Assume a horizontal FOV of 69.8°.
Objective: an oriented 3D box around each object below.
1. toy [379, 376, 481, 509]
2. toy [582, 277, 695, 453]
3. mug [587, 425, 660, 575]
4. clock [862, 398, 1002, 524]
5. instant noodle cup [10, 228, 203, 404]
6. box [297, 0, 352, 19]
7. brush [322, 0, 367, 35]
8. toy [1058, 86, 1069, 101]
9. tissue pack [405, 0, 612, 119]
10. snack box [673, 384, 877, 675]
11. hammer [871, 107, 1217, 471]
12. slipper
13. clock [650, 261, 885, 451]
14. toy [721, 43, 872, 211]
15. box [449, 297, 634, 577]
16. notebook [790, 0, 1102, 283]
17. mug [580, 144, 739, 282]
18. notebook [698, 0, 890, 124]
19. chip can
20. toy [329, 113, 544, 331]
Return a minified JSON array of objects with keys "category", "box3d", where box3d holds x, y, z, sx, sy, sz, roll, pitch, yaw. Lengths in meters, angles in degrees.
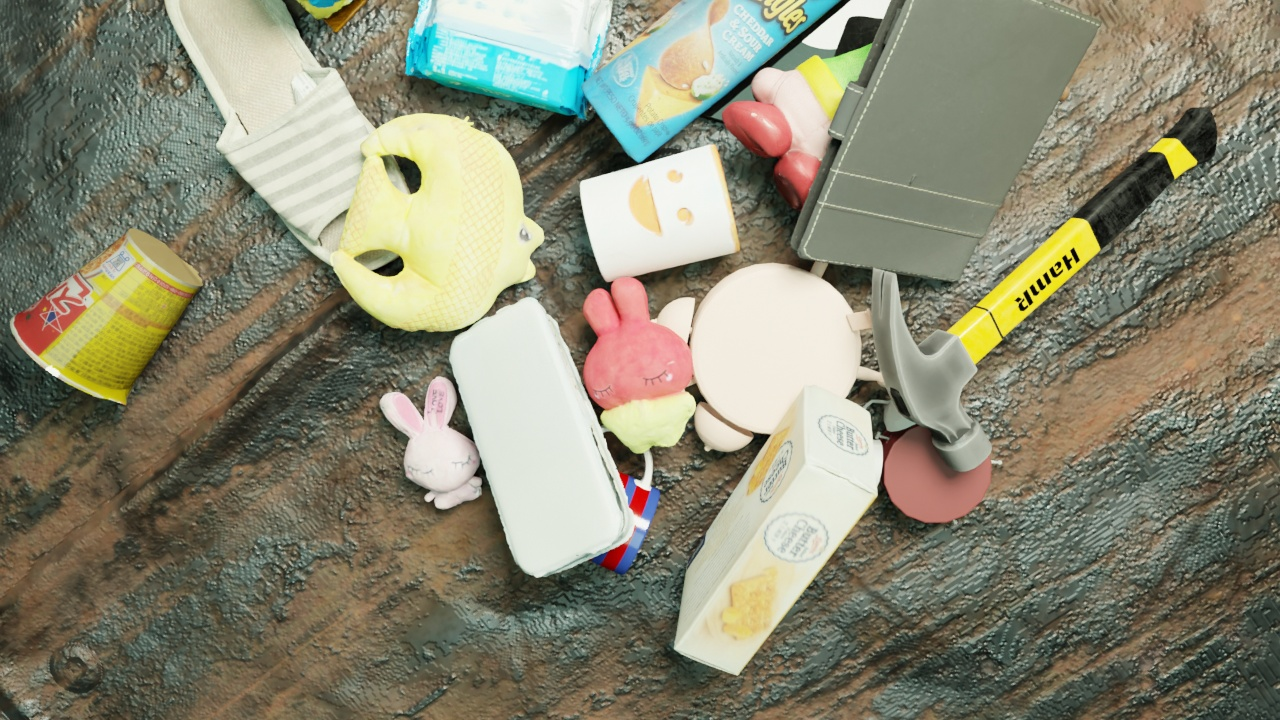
[{"category":"toy","box3d":[-0.169,0.071,0.757,0.063,0.047,0.110,-21,95,-2]},{"category":"toy","box3d":[-0.004,0.004,0.699,0.092,0.045,0.135,-11,96,26]},{"category":"mug","box3d":[-0.026,0.108,0.742,0.076,0.075,0.112,25,99,-2]},{"category":"clock","box3d":[0.225,0.078,0.738,0.124,0.044,0.087,32,100,-3]},{"category":"instant noodle cup","box3d":[-0.417,-0.043,0.731,0.100,0.100,0.112,42,92,-5]},{"category":"box","box3d":[-0.168,-0.335,0.631,0.221,0.124,0.079,-29,95,2]},{"category":"brush","box3d":[-0.208,-0.313,0.703,0.126,0.017,0.048,-42,96,9]},{"category":"toy","box3d":[0.263,-0.212,0.682,0.102,0.042,0.054,4,59,9]},{"category":"tissue pack","box3d":[-0.099,-0.243,0.688,0.144,0.061,0.093,14,99,-2]},{"category":"snack box","box3d":[0.098,0.130,0.692,0.057,0.104,0.208,25,120,-5]},{"category":"hammer","box3d":[0.304,-0.077,0.674,0.324,0.034,0.170,-41,114,-6]},{"category":"slipper","box3d":[-0.275,-0.191,0.714,0.114,0.054,0.272,-32,97,13]},{"category":"clock","box3d":[0.101,-0.007,0.714,0.161,0.086,0.131,-22,98,13]},{"category":"toy","box3d":[0.145,-0.176,0.656,0.131,0.097,0.124,-44,100,-8]},{"category":"box","box3d":[-0.077,0.058,0.708,0.118,0.063,0.213,-30,71,13]},{"category":"notebook","box3d":[0.207,-0.157,0.641,0.169,0.029,0.209,7,118,-25]},{"category":"mug","box3d":[0.015,-0.110,0.695,0.105,0.082,0.082,-14,99,6]},{"category":"notebook","box3d":[0.147,-0.278,0.690,0.169,0.019,0.231,16,101,1]},{"category":"chip can","box3d":[0.066,-0.241,0.655,0.230,0.079,0.080,-37,96,11]},{"category":"toy","box3d":[-0.149,-0.102,0.707,0.154,0.064,0.170,14,98,-19]}]
